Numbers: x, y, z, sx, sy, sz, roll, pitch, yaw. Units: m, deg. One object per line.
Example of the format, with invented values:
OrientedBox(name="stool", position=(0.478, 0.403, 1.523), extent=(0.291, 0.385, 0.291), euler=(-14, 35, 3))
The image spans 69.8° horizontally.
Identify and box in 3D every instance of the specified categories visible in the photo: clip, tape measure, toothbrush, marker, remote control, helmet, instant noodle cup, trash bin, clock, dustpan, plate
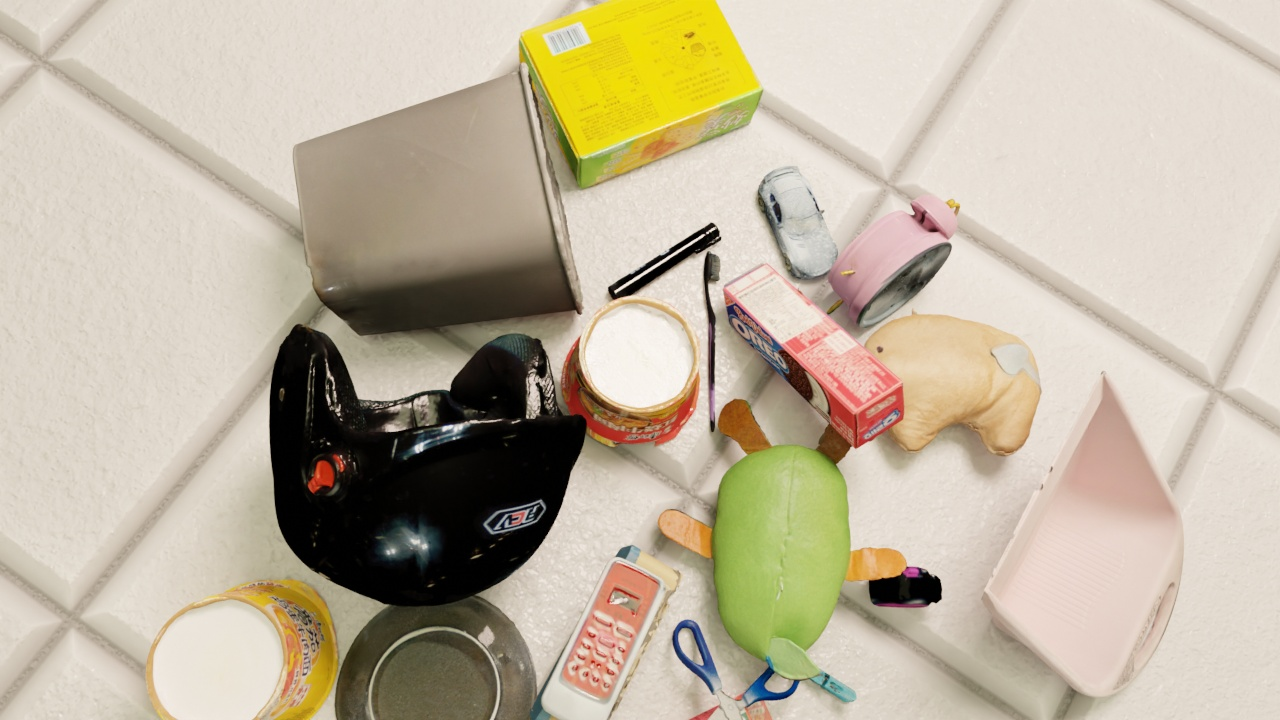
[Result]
OrientedBox(name="clip", position=(0.171, 0.295, 0.840), extent=(0.055, 0.038, 0.013), euler=(31, 73, 14))
OrientedBox(name="tape measure", position=(0.241, 0.208, 0.850), extent=(0.057, 0.057, 0.039), euler=(10, 71, -26))
OrientedBox(name="toothbrush", position=(0.073, -0.021, 0.920), extent=(0.016, 0.014, 0.188), euler=(4, 75, -16))
OrientedBox(name="marker", position=(0.025, -0.099, 0.933), extent=(0.132, 0.020, 0.022), euler=(-33, 81, -13))
OrientedBox(name="remote control", position=(-0.029, 0.231, 0.749), extent=(0.056, 0.020, 0.135), euler=(28, 73, -1))
OrientedBox(name="helmet", position=(-0.172, 0.087, 0.748), extent=(0.233, 0.275, 0.230), euler=(-2, 97, -45))
OrientedBox(name="instant noodle cup", position=(-0.005, 0.005, 0.857), extent=(0.138, 0.109, 0.137), euler=(1, 74, -4))
OrientedBox(name="trash bin", position=(-0.178, -0.129, 0.845), extent=(0.220, 0.199, 0.199), euler=(-13, 75, -1))
OrientedBox(name="clock", position=(0.256, -0.102, 0.906), extent=(0.158, 0.117, 0.060), euler=(-34, 69, -11))
OrientedBox(name="dustpan", position=(0.410, 0.173, 0.800), extent=(0.139, 0.273, 0.222), euler=(27, 76, 29))
OrientedBox(name="instant noodle cup", position=(-0.334, 0.251, 0.764), extent=(0.138, 0.110, 0.138), euler=(1, 74, -4))
OrientedBox(name="plate", position=(-0.181, 0.294, 0.810), extent=(0.179, 0.024, 0.179), euler=(1, 75, -4))

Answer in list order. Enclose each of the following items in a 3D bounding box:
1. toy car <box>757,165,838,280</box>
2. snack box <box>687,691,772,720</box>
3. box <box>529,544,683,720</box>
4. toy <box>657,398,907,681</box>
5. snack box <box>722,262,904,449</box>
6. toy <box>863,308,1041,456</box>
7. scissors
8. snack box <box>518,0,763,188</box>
OrientedBox(name="toy car", position=(0.163, -0.142, 0.948), extent=(0.054, 0.037, 0.120), euler=(-19, 81, -10))
OrientedBox(name="snack box", position=(0.075, 0.366, 0.800), extent=(0.127, 0.044, 0.113), euler=(-23, 78, -11))
OrientedBox(name="box", position=(-0.033, 0.252, 0.799), extent=(0.059, 0.090, 0.184), euler=(33, 71, 0))
OrientedBox(name="toy", position=(0.129, 0.157, 0.837), extent=(0.227, 0.090, 0.246), euler=(7, 77, 12))
OrientedBox(name="snack box", position=(0.156, -0.010, 0.853), extent=(0.058, 0.057, 0.207), euler=(-31, 48, -11))
OrientedBox(name="toy", position=(0.273, 0.019, 0.891), extent=(0.226, 0.083, 0.143), euler=(2, 65, -2))
OrientedBox(name="scissors", position=(0.078, 0.290, 0.795), extent=(0.175, 0.012, 0.162), euler=(-10, 42, -40))
OrientedBox(name="snack box", position=(-0.001, -0.292, 0.956), extent=(0.210, 0.070, 0.157), euler=(-23, 78, -11))
